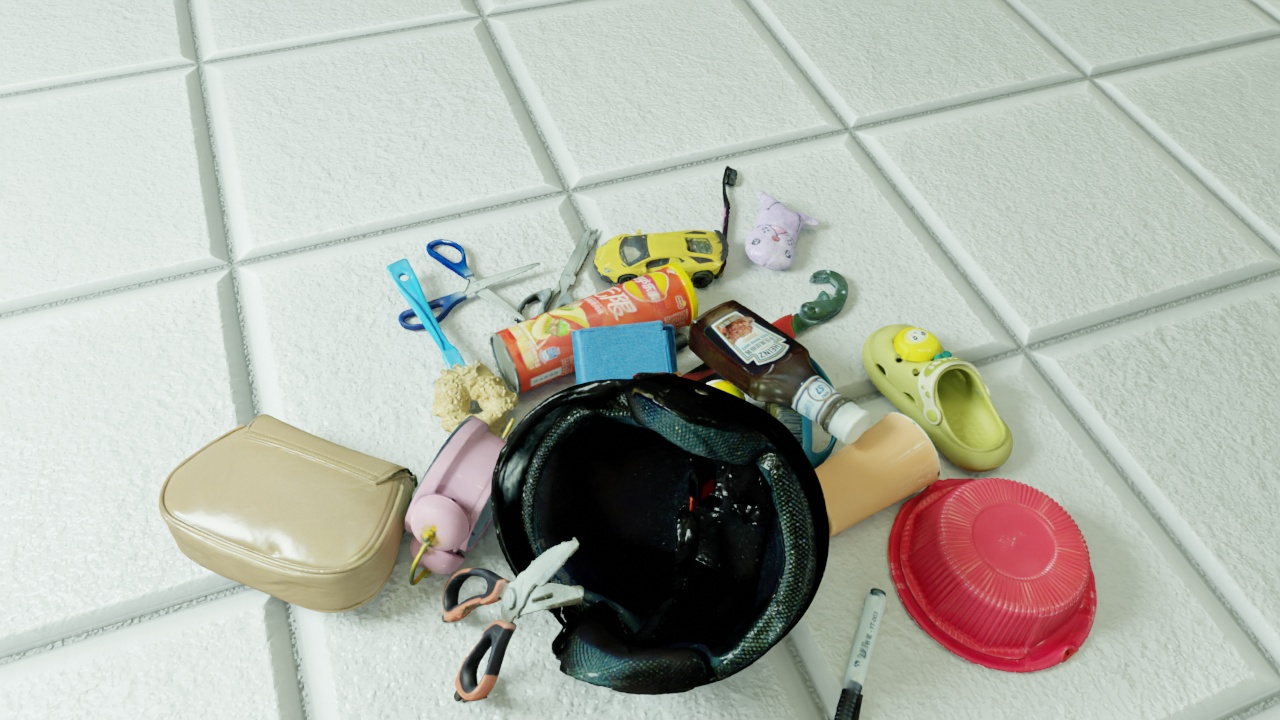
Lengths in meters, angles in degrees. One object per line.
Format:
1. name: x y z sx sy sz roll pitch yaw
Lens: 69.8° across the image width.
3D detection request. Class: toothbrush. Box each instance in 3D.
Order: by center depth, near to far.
1. toothbrush: 0.106 -0.171 1.116 0.017 0.014 0.188 14 53 -10

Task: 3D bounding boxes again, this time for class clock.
1. clock: -0.162 0.126 0.809 0.060 0.117 0.158 29 54 4

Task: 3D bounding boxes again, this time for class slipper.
1. slipper: 0.311 0.024 0.938 0.091 0.082 0.190 -22 59 -22

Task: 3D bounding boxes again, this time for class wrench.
1. wrench: 0.134 -0.023 1.001 0.272 0.016 0.056 -34 62 -26

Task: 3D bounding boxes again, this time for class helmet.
1. helmet: 0.021 0.129 0.749 0.275 0.229 0.233 18 94 28

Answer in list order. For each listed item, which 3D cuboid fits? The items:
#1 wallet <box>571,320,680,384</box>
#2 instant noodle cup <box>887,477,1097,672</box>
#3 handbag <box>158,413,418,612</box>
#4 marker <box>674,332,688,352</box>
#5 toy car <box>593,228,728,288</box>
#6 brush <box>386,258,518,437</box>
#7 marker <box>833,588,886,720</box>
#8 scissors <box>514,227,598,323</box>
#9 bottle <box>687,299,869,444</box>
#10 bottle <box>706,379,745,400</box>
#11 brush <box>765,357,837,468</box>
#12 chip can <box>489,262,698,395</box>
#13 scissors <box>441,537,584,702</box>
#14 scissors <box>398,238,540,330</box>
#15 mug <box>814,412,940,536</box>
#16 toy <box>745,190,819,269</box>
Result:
1. wallet: -0.010 0.030 0.909 0.106 0.040 0.133 -5 84 -7
2. instant noodle cup: 0.326 0.177 0.830 0.194 0.066 0.193 1 52 -1
3. handbag: -0.304 0.135 0.807 0.204 0.100 0.147 19 46 11
4. marker: -0.006 0.006 0.969 0.131 0.020 0.022 -30 43 -24
5. toy car: 0.023 -0.119 1.053 0.156 0.041 0.071 -3 51 -3
6. brush: -0.206 -0.014 0.952 0.083 0.046 0.254 -27 60 -14
7. marker: 0.192 0.256 0.791 0.022 0.018 0.130 25 55 5
8. scissors: -0.075 -0.089 1.043 0.174 0.014 0.136 -29 58 -25
9. bottle: 0.134 0.012 0.887 0.079 0.044 0.195 -29 51 -31
10. bottle: 0.091 0.072 0.895 0.063 0.063 0.108 -19 56 -17
11. brush: 0.163 0.051 0.921 0.073 0.055 0.143 3 52 1
12. chip can: -0.046 -0.034 0.965 0.216 0.073 0.073 -24 58 -19
13. scissors: -0.106 0.199 0.714 0.015 0.216 0.196 11 12 -35
14. scissors: -0.195 -0.080 1.021 0.173 0.012 0.162 35 61 26
15. mug: 0.211 0.111 0.870 0.122 0.078 0.078 -27 59 -17
16. toy: 0.162 -0.147 1.084 0.084 0.039 0.107 25 53 1
